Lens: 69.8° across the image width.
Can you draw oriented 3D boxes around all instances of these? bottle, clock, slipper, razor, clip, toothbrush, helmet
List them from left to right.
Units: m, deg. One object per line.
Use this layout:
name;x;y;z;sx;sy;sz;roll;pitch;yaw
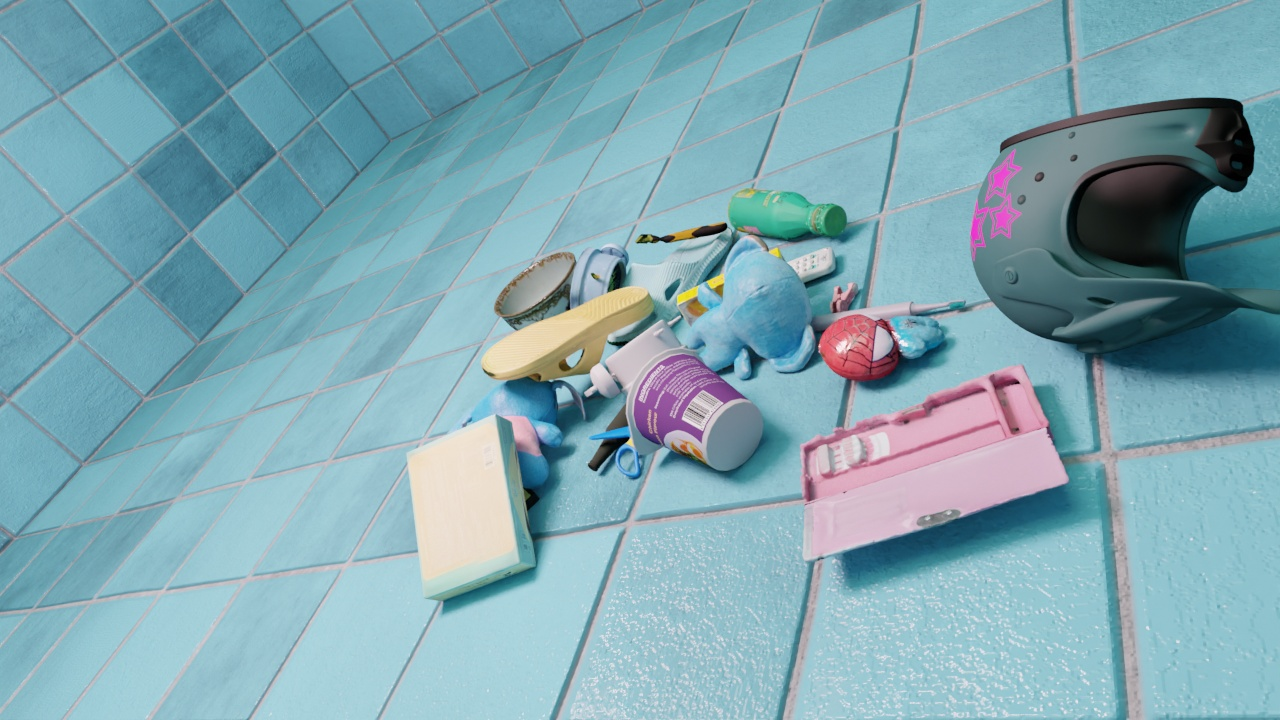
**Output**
slipper;-0.090;-0.021;1.275;0.262;0.078;0.099;-29;28;-24
clock;-0.059;-0.118;1.412;0.060;0.118;0.161;12;29;14
bottle;-0.027;0.090;1.167;0.033;0.033;0.122;3;47;48
clock;-0.007;0.007;1.219;0.159;0.061;0.119;-35;1;24
slipper;0.042;-0.127;1.385;0.116;0.069;0.275;8;50;48
razor;0.065;-0.194;1.408;0.144;0.021;0.044;-8;4;23
bottle;0.211;-0.210;1.324;0.068;0.068;0.210;-43;30;-15
clip;0.246;-0.076;1.139;0.059;0.023;0.045;-46;26;-21
toothbrush;0.285;-0.054;1.066;0.188;0.018;0.019;-8;41;40
helmet;0.422;-0.106;0.814;0.176;0.200;0.275;2;-1;-24

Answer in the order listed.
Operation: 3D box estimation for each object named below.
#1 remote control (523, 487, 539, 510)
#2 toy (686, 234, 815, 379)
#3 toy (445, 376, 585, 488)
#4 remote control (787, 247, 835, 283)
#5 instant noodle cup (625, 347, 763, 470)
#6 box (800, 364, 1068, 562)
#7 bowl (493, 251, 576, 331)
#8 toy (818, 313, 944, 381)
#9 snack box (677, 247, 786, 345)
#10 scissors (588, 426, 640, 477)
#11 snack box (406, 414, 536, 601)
remote control;-0.193;0.210;1.183;0.133;0.013;0.058;-43;30;-14
toy;0.138;-0.050;1.146;0.114;0.183;0.181;-7;-26;-46
toy;-0.186;0.099;1.248;0.224;0.099;0.191;-13;35;18
remote control;0.200;-0.112;1.238;0.134;0.022;0.050;-21;32;25
instant noodle cup;0.065;0.069;1.037;0.122;0.121;0.137;30;95;49
box;0.258;0.101;0.842;0.233;0.040;0.178;-22;27;22
bowl;-0.149;-0.093;1.505;0.160;0.094;0.159;-26;30;16
toy;0.262;-0.020;1.001;0.133;0.062;0.092;-15;40;11
snack box;0.131;-0.083;1.212;0.152;0.075;0.025;-25;28;18
scissors;-0.003;0.088;1.135;0.126;0.013;0.125;-9;53;4
snack box;-0.212;0.180;1.126;0.142;0.044;0.193;-24;63;20
